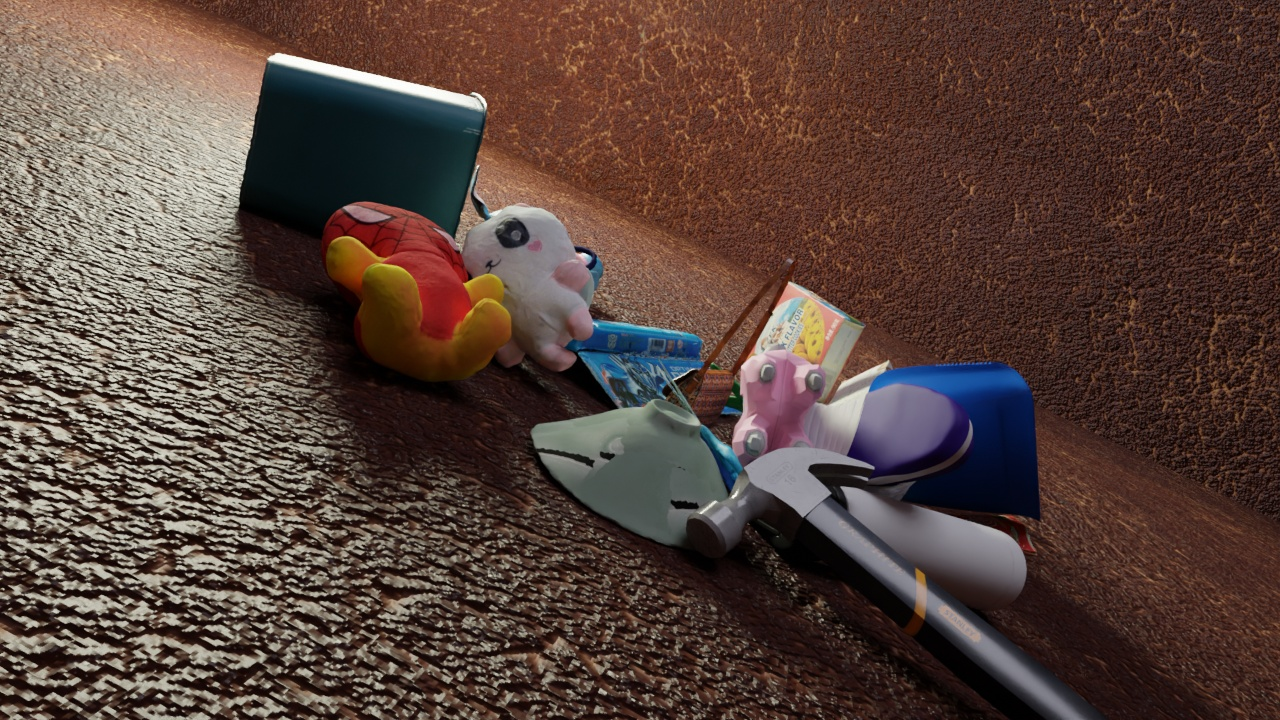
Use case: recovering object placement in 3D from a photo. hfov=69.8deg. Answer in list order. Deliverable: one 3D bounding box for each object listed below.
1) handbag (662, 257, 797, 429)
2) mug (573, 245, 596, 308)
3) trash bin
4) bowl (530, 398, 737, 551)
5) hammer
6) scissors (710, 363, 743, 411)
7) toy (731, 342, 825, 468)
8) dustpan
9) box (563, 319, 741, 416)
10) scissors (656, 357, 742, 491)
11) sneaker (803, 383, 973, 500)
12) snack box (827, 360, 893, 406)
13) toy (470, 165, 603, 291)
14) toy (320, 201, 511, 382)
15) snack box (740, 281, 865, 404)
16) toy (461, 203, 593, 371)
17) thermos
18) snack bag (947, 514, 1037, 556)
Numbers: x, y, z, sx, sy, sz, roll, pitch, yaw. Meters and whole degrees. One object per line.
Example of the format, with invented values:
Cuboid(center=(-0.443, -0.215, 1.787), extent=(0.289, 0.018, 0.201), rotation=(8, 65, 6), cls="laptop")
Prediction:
Cuboid(center=(0.081, -0.016, 0.853), extent=(0.043, 0.196, 0.093), rotation=(37, 14, 22), cls="handbag")
Cuboid(center=(-0.104, -0.090, 1.005), extent=(0.089, 0.111, 0.086), rotation=(30, -21, 30), cls="mug")
Cuboid(center=(-0.305, -0.225, 1.006), extent=(0.218, 0.199, 0.196), rotation=(13, 16, -21), cls="trash bin")
Cuboid(center=(0.011, 0.067, 0.685), extent=(0.174, 0.068, 0.174), rotation=(26, 13, -7), cls="bowl")
Cuboid(center=(0.186, 0.170, 0.591), extent=(0.139, 0.035, 0.312), rotation=(-31, 59, -36), cls="hammer")
Cuboid(center=(0.114, 0.055, 0.940), extent=(0.132, 0.108, 0.012), rotation=(10, 28, 38), cls="scissors")
Cuboid(center=(0.116, 0.041, 0.805), extent=(0.067, 0.123, 0.157), rotation=(11, -4, 0), cls="toy")
Cuboid(center=(0.254, 0.083, 0.914), extent=(0.258, 0.059, 0.246), rotation=(-4, -36, 23), cls="dustpan")
Cuboid(center=(0.000, -0.006, 0.971), extent=(0.175, 0.060, 0.243), rotation=(33, 16, 30), cls="box")
Cuboid(center=(0.044, 0.054, 0.733), extent=(0.135, 0.016, 0.083), rotation=(53, -11, 18), cls="scissors")
Cuboid(center=(0.206, 0.090, 0.800), extent=(0.111, 0.091, 0.245), rotation=(37, -19, -20), cls="sneaker")
Cuboid(center=(0.267, 0.056, 1.118), extent=(0.044, 0.077, 0.272), rotation=(62, 22, 0), cls="snack box")
Cuboid(center=(-0.139, -0.153, 1.201), extent=(0.224, 0.099, 0.191), rotation=(42, 11, 10), cls="toy")
Cuboid(center=(-0.191, -0.061, 0.743), extent=(0.147, 0.099, 0.216), rotation=(29, 10, -36), cls="toy")
Cuboid(center=(0.206, -0.013, 1.188), extent=(0.040, 0.143, 0.145), rotation=(16, 16, -30), cls="snack box")
Cuboid(center=(-0.104, -0.060, 0.842), extent=(0.179, 0.139, 0.101), rotation=(48, 8, 38), cls="toy")
Cuboid(center=(0.196, 0.142, 0.747), extent=(0.229, 0.068, 0.101), rotation=(19, 1, -22), cls="thermos")
Cuboid(center=(0.324, 0.175, 0.923), extent=(0.155, 0.044, 0.087), rotation=(9, 7, -31), cls="snack bag")
